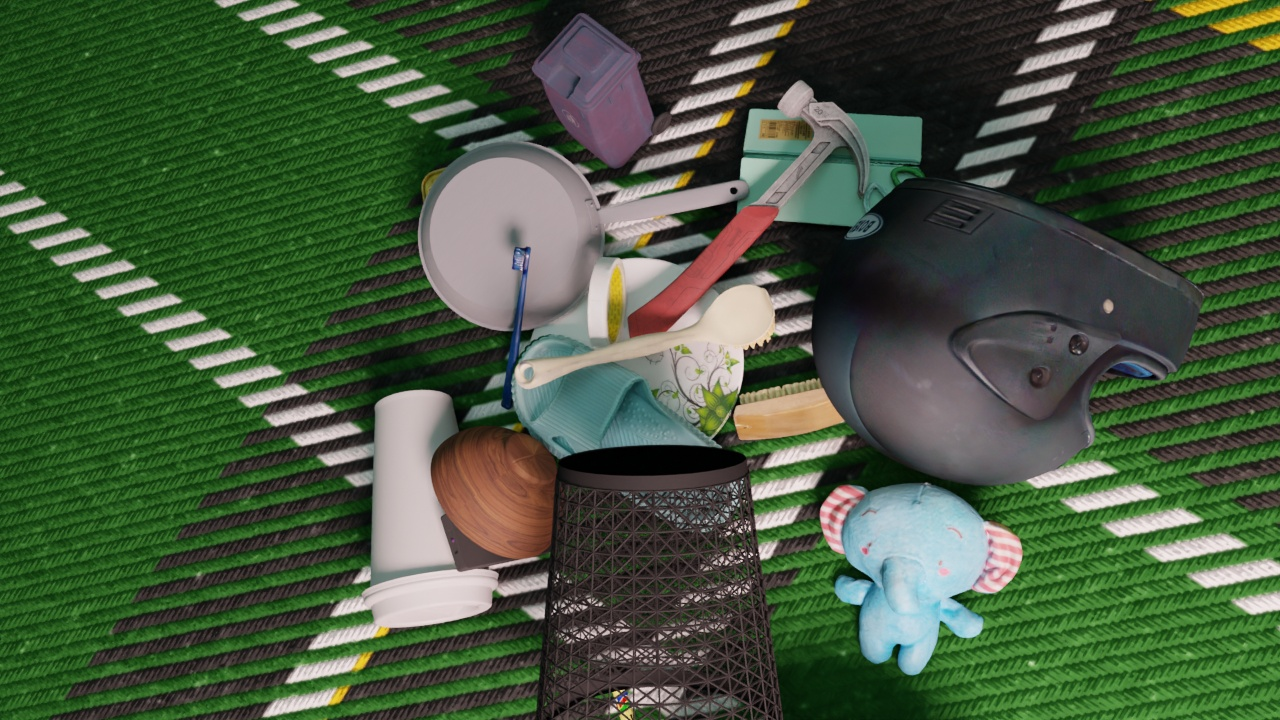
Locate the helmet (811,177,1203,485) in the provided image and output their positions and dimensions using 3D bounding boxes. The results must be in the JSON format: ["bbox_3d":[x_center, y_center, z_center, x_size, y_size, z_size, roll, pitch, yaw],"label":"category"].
[{"bbox_3d":[0.305,-0.006,0.815,0.316,0.249,0.236,21,93,-11],"label":"helmet"}]

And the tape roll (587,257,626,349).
[{"bbox_3d":[-0.033,-0.057,0.920,0.019,0.094,0.094,4,79,11],"label":"tape roll"}]

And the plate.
[{"bbox_3d":[-0.006,0.006,0.968,0.229,0.030,0.229,-2,78,10],"label":"plate"}]

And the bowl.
[{"bbox_3d":[-0.124,0.113,0.898,0.069,0.147,0.147,-45,73,24],"label":"bowl"}]

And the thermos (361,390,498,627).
[{"bbox_3d":[-0.221,0.148,0.935,0.131,0.131,0.221,-14,68,7],"label":"thermos"}]

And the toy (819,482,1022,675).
[{"bbox_3d":[0.245,0.201,0.847,0.183,0.114,0.180,13,92,22],"label":"toy"}]

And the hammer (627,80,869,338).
[{"bbox_3d":[0.103,-0.128,0.936,0.126,0.036,0.316,43,92,6],"label":"hammer"}]

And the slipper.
[{"bbox_3d":[-0.020,0.071,0.906,0.276,0.069,0.116,33,89,14],"label":"slipper"}]

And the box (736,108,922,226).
[{"bbox_3d":[0.200,-0.207,0.971,0.187,0.057,0.138,5,85,10],"label":"box"}]

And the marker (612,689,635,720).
[{"bbox_3d":[-0.001,0.387,0.893,0.014,0.014,0.132,-20,75,5],"label":"marker"}]

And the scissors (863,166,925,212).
[{"bbox_3d":[0.276,-0.133,0.938,0.071,0.014,0.130,-26,96,16],"label":"scissors"}]

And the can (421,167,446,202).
[{"bbox_3d":[-0.205,-0.158,1.025,0.054,0.059,0.099,-12,76,8],"label":"can"}]

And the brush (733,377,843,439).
[{"bbox_3d":[0.152,0.047,0.922,0.117,0.049,0.039,-11,53,9],"label":"brush"}]

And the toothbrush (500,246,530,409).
[{"bbox_3d":[-0.131,-0.031,0.946,0.017,0.016,0.190,6,121,-8],"label":"toothbrush"}]

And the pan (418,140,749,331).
[{"bbox_3d":[-0.062,-0.146,0.958,0.357,0.050,0.201,-11,92,5],"label":"pan"}]

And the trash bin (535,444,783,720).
[{"bbox_3d":[0.013,0.206,0.794,0.217,0.216,0.243,-1,94,10],"label":"trash bin"}]

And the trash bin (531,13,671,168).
[{"bbox_3d":[-0.040,-0.282,0.969,0.094,0.161,0.092,41,87,16],"label":"trash bin"}]

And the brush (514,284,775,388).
[{"bbox_3d":[0.010,-0.017,0.884,0.272,0.077,0.062,-15,63,-16],"label":"brush"}]

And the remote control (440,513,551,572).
[{"bbox_3d":[-0.138,0.171,0.906,0.013,0.133,0.058,-31,70,29],"label":"remote control"}]
